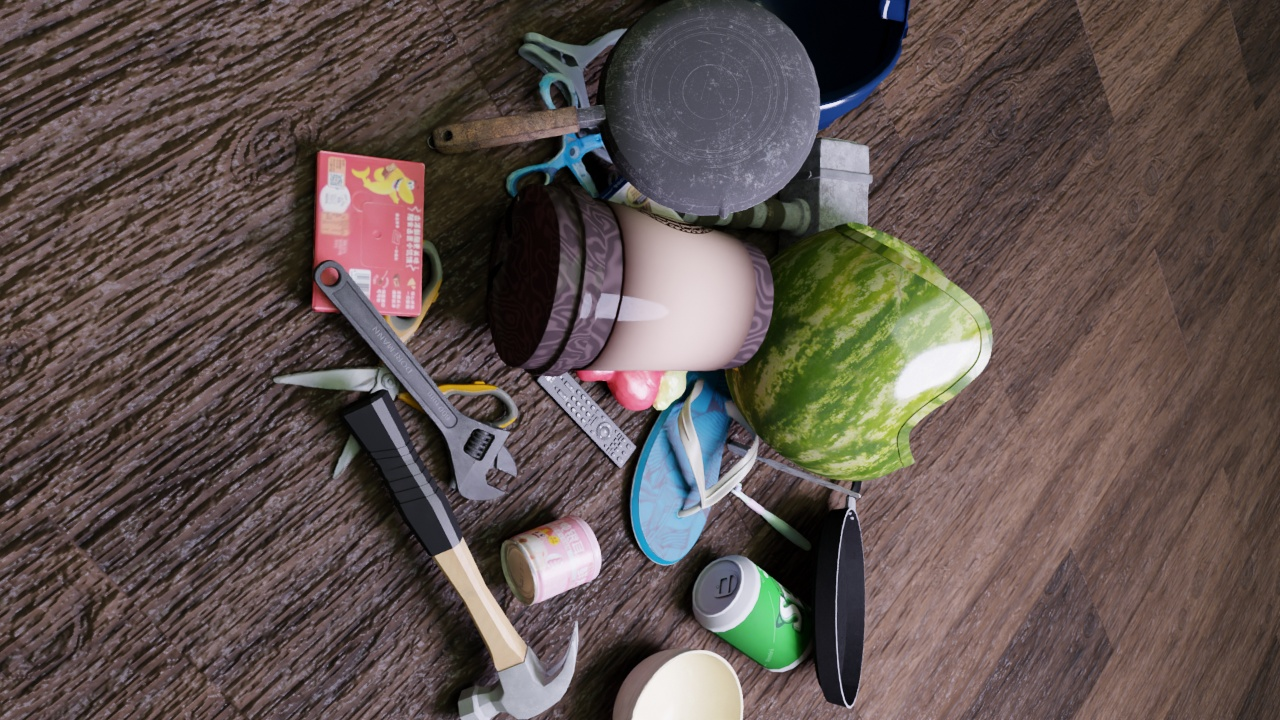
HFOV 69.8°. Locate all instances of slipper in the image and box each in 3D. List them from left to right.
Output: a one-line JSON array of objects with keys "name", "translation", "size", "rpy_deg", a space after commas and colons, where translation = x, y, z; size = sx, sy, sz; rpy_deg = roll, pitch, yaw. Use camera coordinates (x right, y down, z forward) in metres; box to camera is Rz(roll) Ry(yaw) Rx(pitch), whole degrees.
[{"name": "slipper", "translation": [0.073, 0.079, 0.996], "size": [0.118, 0.060, 0.294], "rpy_deg": [33, 73, -29]}]

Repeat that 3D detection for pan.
[{"name": "pan", "translation": [-0.015, -0.221, 0.815], "size": [0.357, 0.040, 0.207], "rpy_deg": [-8, 87, -1]}, {"name": "pan", "translation": [0.244, 0.227, 1.101], "size": [0.225, 0.034, 0.355], "rpy_deg": [54, 39, -55]}]

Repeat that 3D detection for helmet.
[{"name": "helmet", "translation": [0.145, -0.327, 0.924], "size": [0.224, 0.232, 0.271], "rpy_deg": [97, 10, -50]}, {"name": "helmet", "translation": [0.205, -0.006, 0.937], "size": [0.243, 0.213, 0.247], "rpy_deg": [25, 109, -6]}]

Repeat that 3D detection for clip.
[{"name": "clip", "translation": [-0.029, -0.280, 0.925], "size": [0.165, 0.032, 0.164], "rpy_deg": [-37, 112, -30]}]

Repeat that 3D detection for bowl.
[{"name": "bowl", "translation": [0.028, 0.370, 0.965], "size": [0.150, 0.075, 0.151], "rpy_deg": [-2, 94, -36]}]

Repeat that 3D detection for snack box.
[{"name": "snack box", "translation": [-0.230, -0.106, 0.779], "size": [0.089, 0.021, 0.133], "rpy_deg": [2, 87, -25]}, {"name": "snack box", "translation": [0.011, -0.118, 0.936], "size": [0.082, 0.026, 0.150], "rpy_deg": [-41, 122, 11]}]

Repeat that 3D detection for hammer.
[{"name": "hammer", "translation": [-0.163, 0.176, 0.809], "size": [0.131, 0.039, 0.328], "rpy_deg": [-24, 105, 9]}, {"name": "hammer", "translation": [0.113, -0.162, 1.009], "size": [0.325, 0.080, 0.177], "rpy_deg": [-1, 92, -30]}]

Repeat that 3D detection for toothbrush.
[{"name": "toothbrush", "translation": [0.155, 0.186, 1.086], "size": [0.154, 0.015, 0.022], "rpy_deg": [40, 35, -30]}, {"name": "toothbrush", "translation": [0.164, 0.116, 0.988], "size": [0.010, 0.182, 0.010], "rpy_deg": [-28, 119, -34]}]

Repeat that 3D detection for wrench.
[{"name": "wrench", "translation": [-0.192, 0.023, 0.798], "size": [0.073, 0.018, 0.273], "rpy_deg": [-43, 121, -16]}]

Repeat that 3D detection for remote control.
[{"name": "remote control", "translation": [-0.054, 0.055, 0.933], "size": [0.140, 0.009, 0.030], "rpy_deg": [49, 65, -27]}]

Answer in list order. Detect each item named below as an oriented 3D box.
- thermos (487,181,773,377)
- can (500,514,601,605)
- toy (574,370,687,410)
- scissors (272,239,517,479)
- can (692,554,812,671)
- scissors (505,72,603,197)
[{"name": "thermos", "translation": [-0.006, -0.064, 0.849], "size": [0.225, 0.173, 0.172], "rpy_deg": [5, 89, -29]}, {"name": "can", "translation": [-0.085, 0.191, 0.881], "size": [0.076, 0.067, 0.067], "rpy_deg": [-16, 101, -34]}, {"name": "toy", "translation": [-0.006, 0.005, 0.943], "size": [0.135, 0.045, 0.091], "rpy_deg": [10, 82, -31]}, {"name": "scissors", "translation": [-0.207, 0.001, 0.818], "size": [0.225, 0.016, 0.230], "rpy_deg": [7, 89, -34]}, {"name": "can", "translation": [0.128, 0.283, 1.026], "size": [0.140, 0.088, 0.087], "rpy_deg": [41, 69, -30]}, {"name": "scissors", "translation": [-0.078, -0.203, 0.886], "size": [0.139, 0.011, 0.134], "rpy_deg": [-37, 122, -13]}]
